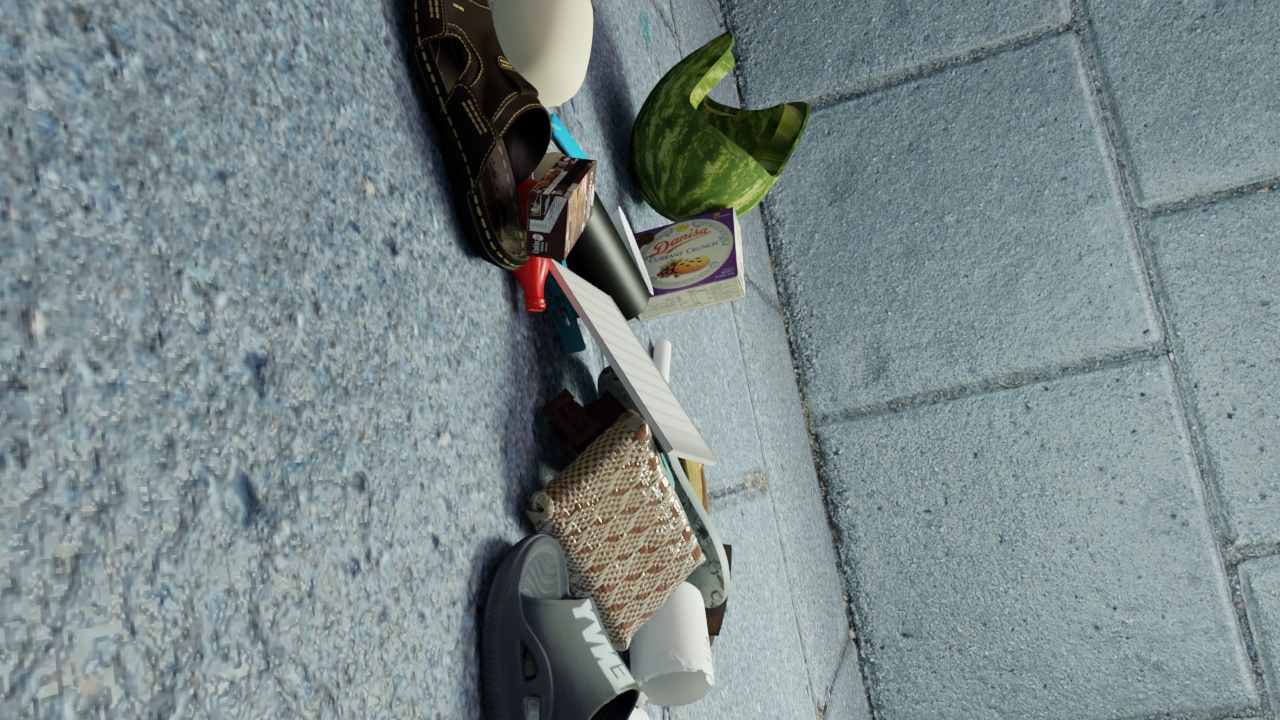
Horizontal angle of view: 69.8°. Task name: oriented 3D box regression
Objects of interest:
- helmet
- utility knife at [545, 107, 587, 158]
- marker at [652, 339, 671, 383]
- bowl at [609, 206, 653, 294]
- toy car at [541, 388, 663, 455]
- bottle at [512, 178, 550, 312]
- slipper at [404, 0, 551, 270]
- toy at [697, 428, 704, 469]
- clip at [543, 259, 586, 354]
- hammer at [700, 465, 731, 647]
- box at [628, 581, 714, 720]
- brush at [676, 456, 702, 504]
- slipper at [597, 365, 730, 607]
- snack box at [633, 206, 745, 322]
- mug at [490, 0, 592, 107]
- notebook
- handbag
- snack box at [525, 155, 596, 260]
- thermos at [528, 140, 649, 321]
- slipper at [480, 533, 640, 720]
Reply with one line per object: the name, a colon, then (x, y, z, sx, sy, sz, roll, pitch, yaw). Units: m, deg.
helmet: (0.095, -0.306, 1.304, 0.213, 0.244, 0.246, 34, 66, -27)
utility knife: (-0.083, -0.246, 1.023, 0.205, 0.015, 0.031, 47, 32, -69)
marker: (0.025, 0.023, 1.179, 0.132, 0.023, 0.027, -83, 177, -52)
bowl: (-0.024, -0.122, 1.076, 0.110, 0.040, 0.110, -20, 89, -84)
toy car: (-0.023, 0.081, 0.838, 0.070, 0.062, 0.170, 42, -8, 36)
bottle: (-0.099, -0.100, 0.806, 0.036, 0.036, 0.119, 33, 46, -69)
slipper: (-0.121, -0.206, 0.737, 0.113, 0.076, 0.268, -18, 95, -76)
toy: (0.050, 0.118, 1.115, 0.112, 0.067, 0.087, 14, 88, -60)
clip: (-0.081, -0.061, 0.865, 0.113, 0.028, 0.127, -80, 154, -59)
hammer: (0.076, 0.202, 1.130, 0.322, 0.033, 0.115, -91, -172, -60)
box: (0.025, 0.292, 0.855, 0.165, 0.092, 0.083, -99, 171, -47)
brush: (0.034, 0.135, 1.005, 0.059, 0.043, 0.196, 36, -36, 40)
slipper: (0.007, 0.134, 0.934, 0.054, 0.098, 0.268, -22, 90, -44)
snack box: (0.061, -0.127, 1.203, 0.147, 0.143, 0.040, -88, 159, -44)
mug: (-0.093, -0.290, 0.875, 0.120, 0.096, 0.099, 52, 39, -67)
notebook: (-0.005, 0.005, 0.853, 0.209, 0.009, 0.142, 57, 11, 20)
handbag: (-0.019, 0.145, 0.780, 0.124, 0.047, 0.186, -40, 127, -25)
snack box: (-0.065, -0.132, 0.779, 0.140, 0.032, 0.051, -74, 172, -65)
thermos: (-0.057, -0.129, 0.934, 0.231, 0.061, 0.061, 58, 24, -50)
slipper: (-0.048, 0.246, 0.619, 0.110, 0.083, 0.267, 42, 39, -62)
